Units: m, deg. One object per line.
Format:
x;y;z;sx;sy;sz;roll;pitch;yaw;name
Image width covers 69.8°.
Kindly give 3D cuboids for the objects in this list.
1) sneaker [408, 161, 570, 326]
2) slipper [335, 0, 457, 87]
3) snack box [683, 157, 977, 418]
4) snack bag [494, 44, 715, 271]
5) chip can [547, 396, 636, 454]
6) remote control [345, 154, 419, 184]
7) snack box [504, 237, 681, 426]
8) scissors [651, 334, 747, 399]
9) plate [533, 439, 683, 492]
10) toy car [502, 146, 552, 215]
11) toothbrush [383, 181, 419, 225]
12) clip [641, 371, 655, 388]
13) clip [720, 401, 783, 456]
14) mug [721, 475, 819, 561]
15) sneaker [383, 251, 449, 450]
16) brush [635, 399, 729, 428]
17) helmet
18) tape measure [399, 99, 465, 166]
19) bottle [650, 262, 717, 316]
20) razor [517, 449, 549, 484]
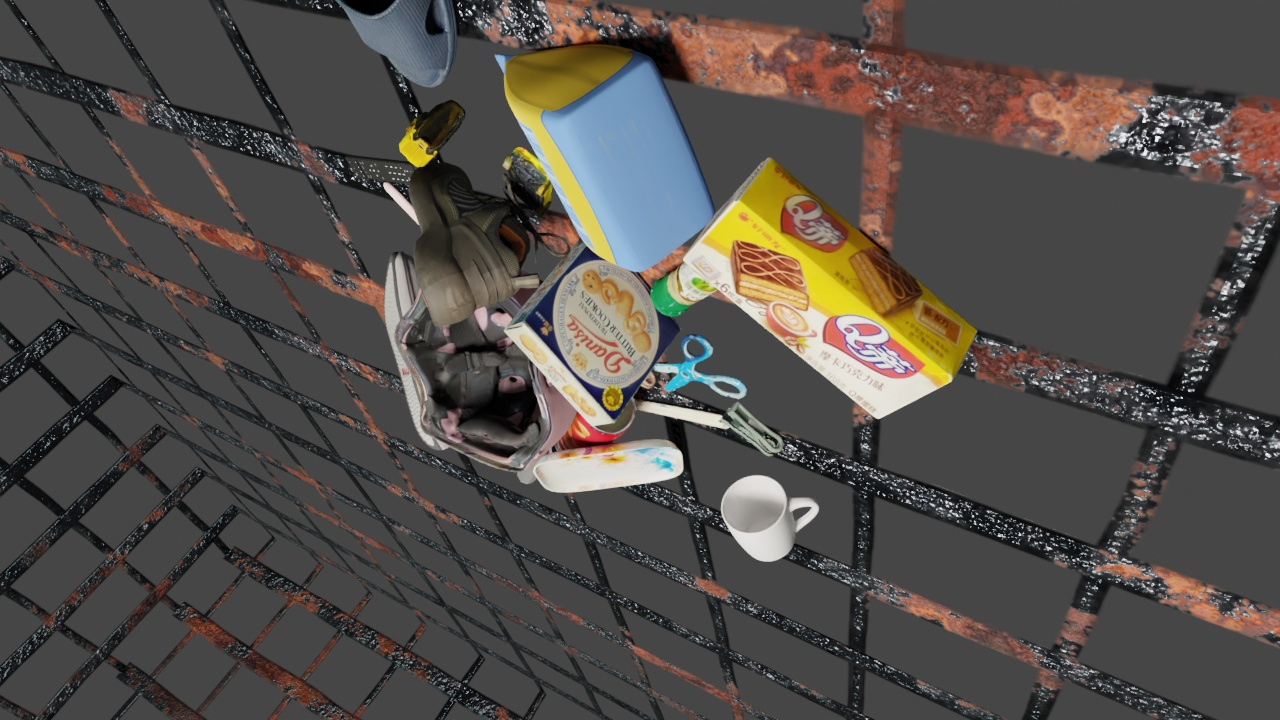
-0.149;-0.138;0.911;0.143;0.237;0.101;-13;133;-3;sneaker
-0.223;-0.330;0.765;0.101;0.082;0.264;30;149;15;slipper
0.159;-0.057;0.781;0.230;0.061;0.110;39;150;-4;snack box
-0.047;-0.184;0.791;0.205;0.102;0.159;36;160;50;snack bag
-0.071;0.096;1.196;0.073;0.073;0.234;37;154;-2;chip can
-0.288;-0.219;1.059;0.140;0.009;0.030;14;143;33;remote control
-0.045;-0.032;0.939;0.043;0.144;0.144;-9;128;51;snack box
0.051;0.004;1.030;0.141;0.013;0.114;9;141;42;scissors
-0.039;0.135;1.181;0.187;0.016;0.187;-7;160;1;plate
-0.109;-0.177;0.908;0.049;0.030;0.107;38;167;0;toy car
-0.249;-0.145;1.116;0.181;0.018;0.016;49;147;-21;toothbrush
-0.006;0.005;1.069;0.060;0.024;0.040;34;150;22;clip
0.130;0.076;1.038;0.078;0.023;0.049;33;151;9;clip
0.166;0.195;1.130;0.114;0.080;0.088;-13;139;14;mug
-0.255;-0.023;1.203;0.097;0.128;0.263;-14;94;62;sneaker
0.019;0.059;1.138;0.218;0.012;0.033;9;140;37;brush
-0.158;-0.006;1.077;0.230;0.152;0.255;6;116;39;helmet
-0.212;-0.226;0.915;0.037;0.065;0.064;44;150;-20;tape measure
0.053;-0.077;0.881;0.043;0.043;0.111;42;149;-12;bottle
-0.133;0.083;1.195;0.057;0.156;0.060;3;179;43;razor
